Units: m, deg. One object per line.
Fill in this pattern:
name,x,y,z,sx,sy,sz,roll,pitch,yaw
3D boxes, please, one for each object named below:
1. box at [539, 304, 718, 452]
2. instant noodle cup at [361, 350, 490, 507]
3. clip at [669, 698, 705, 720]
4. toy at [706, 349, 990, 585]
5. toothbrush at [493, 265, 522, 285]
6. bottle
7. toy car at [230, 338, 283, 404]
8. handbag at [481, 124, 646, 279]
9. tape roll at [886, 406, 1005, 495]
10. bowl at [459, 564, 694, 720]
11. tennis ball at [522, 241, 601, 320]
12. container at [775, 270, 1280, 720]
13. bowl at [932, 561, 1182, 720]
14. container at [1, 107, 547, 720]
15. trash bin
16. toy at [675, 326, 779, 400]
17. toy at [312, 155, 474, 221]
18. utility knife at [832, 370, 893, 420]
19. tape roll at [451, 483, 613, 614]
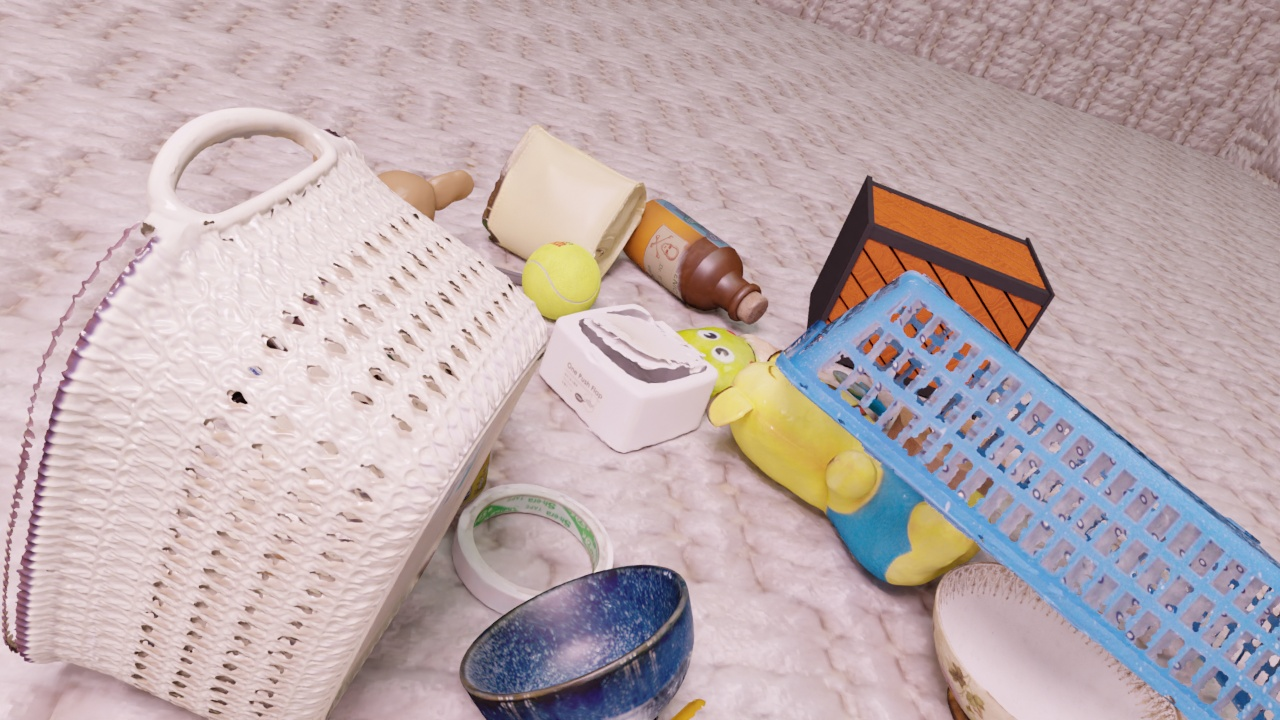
box,0.000,-0.005,0.680,0.102,0.095,0.107,-14,47,-42
instant noodle cup,-0.122,0.024,0.526,0.100,0.112,0.100,4,21,-2
clip,0.020,0.188,0.439,0.047,0.054,0.046,42,9,-3
toy,0.141,0.073,0.647,0.214,0.084,0.148,39,12,28
toothbrush,-0.122,-0.076,0.794,0.167,0.013,0.013,16,39,-9
bottle,0.055,-0.087,0.865,0.067,0.068,0.157,-14,46,-44
toy car,-0.233,0.000,0.582,0.112,0.041,0.048,-16,45,-44
handbag,-0.071,-0.137,0.833,0.119,0.111,0.081,30,-5,9
tape roll,0.255,0.074,0.770,0.094,0.027,0.093,15,31,-10
bowl,-0.022,0.151,0.437,0.114,0.061,0.114,-20,8,3
tennis ball,-0.065,-0.066,0.761,0.065,0.065,0.065,15,31,-10
container,0.265,0.073,0.582,0.362,0.089,0.256,41,16,8
bowl,0.226,0.191,0.534,0.145,0.063,0.145,15,32,-10
container,-0.148,0.039,0.389,0.143,0.252,0.184,30,33,-4
trash bin,0.269,-0.064,0.886,0.172,0.140,0.139,22,31,1
toy,0.084,0.005,0.761,0.117,0.043,0.092,5,33,-28
toy,-0.209,-0.113,0.724,0.108,0.106,0.133,11,28,16
utility knife,0.184,0.031,0.741,0.031,0.015,0.174,44,7,24
tape roll,-0.062,0.110,0.534,0.094,0.018,0.093,15,31,-9
